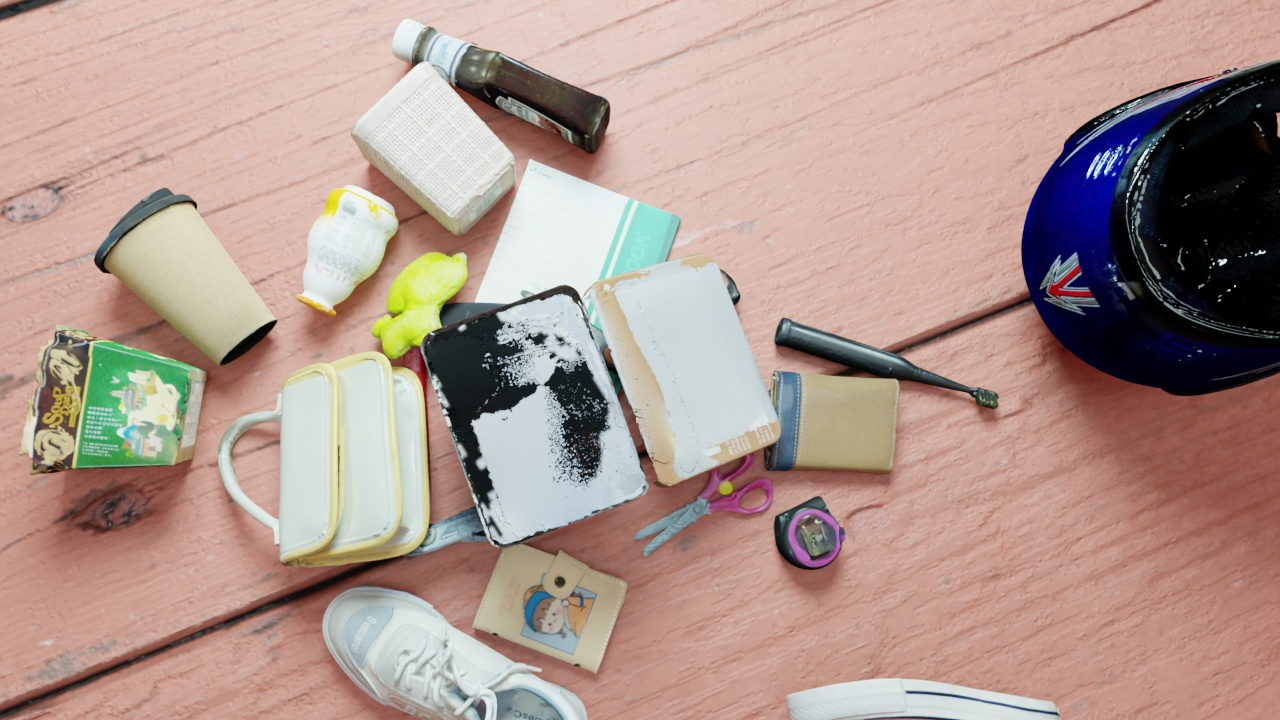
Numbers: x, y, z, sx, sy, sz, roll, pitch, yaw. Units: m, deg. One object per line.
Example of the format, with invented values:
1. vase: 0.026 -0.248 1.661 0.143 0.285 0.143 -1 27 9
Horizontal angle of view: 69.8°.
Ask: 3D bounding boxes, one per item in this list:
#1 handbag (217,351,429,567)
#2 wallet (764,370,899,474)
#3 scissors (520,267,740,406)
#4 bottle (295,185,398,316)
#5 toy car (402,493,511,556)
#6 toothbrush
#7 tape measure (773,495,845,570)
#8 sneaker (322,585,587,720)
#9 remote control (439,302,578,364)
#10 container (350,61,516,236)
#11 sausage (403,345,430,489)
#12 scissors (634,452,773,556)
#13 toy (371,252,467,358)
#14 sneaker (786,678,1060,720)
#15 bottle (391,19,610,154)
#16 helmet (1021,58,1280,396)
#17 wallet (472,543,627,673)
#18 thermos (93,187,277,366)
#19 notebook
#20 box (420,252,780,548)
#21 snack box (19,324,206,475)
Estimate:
1. handbag: -0.268 0.085 0.749 0.179 0.063 0.163 -12 69 9
2. wallet: 0.170 0.056 0.817 0.115 0.033 0.090 3 93 -5
3. scissors: -0.002 -0.002 0.810 0.234 0.022 0.221 -37 85 -8
4. bottle: -0.254 -0.093 0.785 0.063 0.063 0.108 25 82 -2
5. toy car: -0.143 0.139 0.774 0.120 0.054 0.037 -21 84 -6
6. toothbrush: 0.225 0.005 0.832 0.212 0.027 0.026 18 127 -3
7. tape measure: 0.148 0.154 0.803 0.057 0.039 0.058 -22 86 -7
8. sneaker: -0.153 0.263 0.742 0.242 0.091 0.089 28 81 -1
9. remote control: -0.121 -0.024 0.789 0.136 0.024 0.053 4 80 5
10. container: -0.171 -0.176 0.789 0.111 0.090 0.090 44 82 -2
11. sausage: -0.194 0.046 0.797 0.020 0.020 0.155 -3 84 -5
12. scissors: 0.058 0.137 0.813 0.137 0.017 0.073 -40 98 -3
13. toy: -0.191 -0.052 0.788 0.097 0.031 0.100 -19 54 17
14. sneaker: 0.239 0.319 0.764 0.241 0.118 0.087 9 63 -9
15. bottle: -0.122 -0.243 0.803 0.195 0.080 0.044 24 88 0
16. helmet: 0.477 -0.109 0.751 0.315 0.240 0.247 -21 86 5
17. wallet: -0.075 0.208 0.789 0.115 0.024 0.087 21 88 -1
18. thermos: -0.376 -0.068 0.764 0.093 0.093 0.143 -43 97 -8
19. notebook: -0.066 -0.059 0.823 0.150 0.012 0.209 20 83 -3
20. box: -0.021 0.023 0.739 0.259 0.110 0.179 -19 85 -6
21. snack box: -0.417 0.039 0.743 0.105 0.118 0.118 10 86 -16
